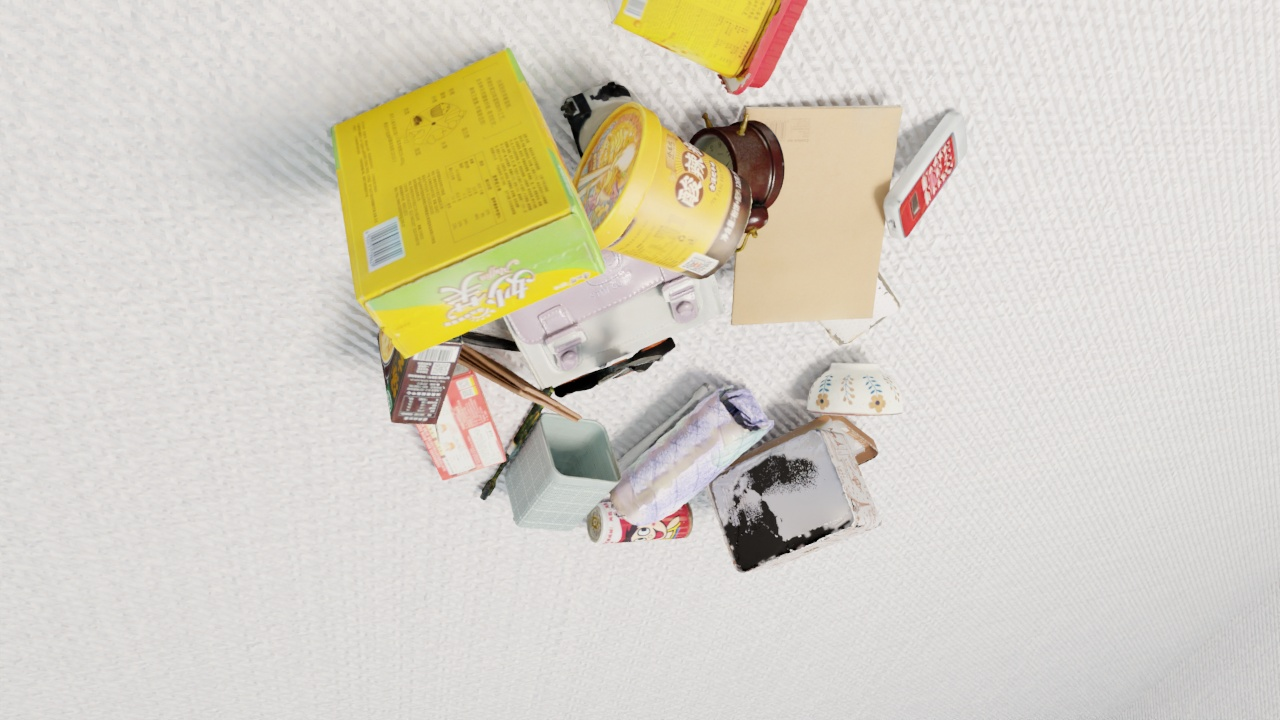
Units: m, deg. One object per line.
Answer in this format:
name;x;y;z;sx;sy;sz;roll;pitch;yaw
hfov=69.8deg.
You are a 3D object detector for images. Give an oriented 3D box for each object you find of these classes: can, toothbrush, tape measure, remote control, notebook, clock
can;-0.001;0.210;1.199;0.132;0.053;0.053;2;133;-26
toothbrush;0.023;0.088;1.112;0.180;0.016;0.016;-43;141;20
toothbrush;-0.112;-0.009;0.946;0.180;0.015;0.018;12;136;-35
tape measure;-0.027;-0.198;0.772;0.066;0.033;0.066;-23;141;0
remote control;0.279;-0.180;0.892;0.135;0.020;0.056;-51;139;-18
notebook;0.164;-0.135;0.875;0.149;0.012;0.212;-3;115;-10
toothbrush;-0.142;0.096;1.042;0.012;0.017;0.186;32;122;-3
clock;0.081;-0.156;0.812;0.055;0.082;0.122;-13;110;-35

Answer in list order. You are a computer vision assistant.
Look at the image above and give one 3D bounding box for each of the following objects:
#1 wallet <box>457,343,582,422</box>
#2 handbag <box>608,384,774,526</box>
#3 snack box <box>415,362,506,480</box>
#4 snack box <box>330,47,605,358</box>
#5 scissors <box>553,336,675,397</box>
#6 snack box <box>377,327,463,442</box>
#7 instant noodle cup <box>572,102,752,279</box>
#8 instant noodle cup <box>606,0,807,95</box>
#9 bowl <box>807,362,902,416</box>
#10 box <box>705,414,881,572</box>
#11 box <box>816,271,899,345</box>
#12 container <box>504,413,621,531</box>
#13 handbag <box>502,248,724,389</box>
wallet;-0.123;0.023;0.898;0.101;0.115;0.020;34;84;-53
handbag;0.059;0.112;1.088;0.194;0.075;0.134;-44;164;20
snack box;-0.197;0.066;0.978;0.075;0.025;0.153;-17;138;-6
snack box;-0.131;-0.121;0.671;0.158;0.209;0.070;-24;140;1
scissors;-0.025;0.014;0.889;0.211;0.021;0.221;-22;-177;30
snack box;-0.200;-0.009;0.830;0.053;0.113;0.126;5;131;-28
instant noodle cup;0.016;-0.127;0.736;0.114;0.118;0.119;21;123;-26
instant noodle cup;0.045;-0.275;0.673;0.123;0.116;0.116;11;128;-19
bowl;0.260;0.033;1.113;0.113;0.114;0.062;1;90;-25
box;0.211;0.171;1.178;0.183;0.156;0.193;-29;155;28
box;0.210;-0.087;0.983;0.090;0.059;0.184;-34;140;12
container;-0.094;0.133;1.052;0.089;0.090;0.112;11;131;-34
handbag;-0.033;-0.072;0.861;0.197;0.098;0.145;-24;134;0
